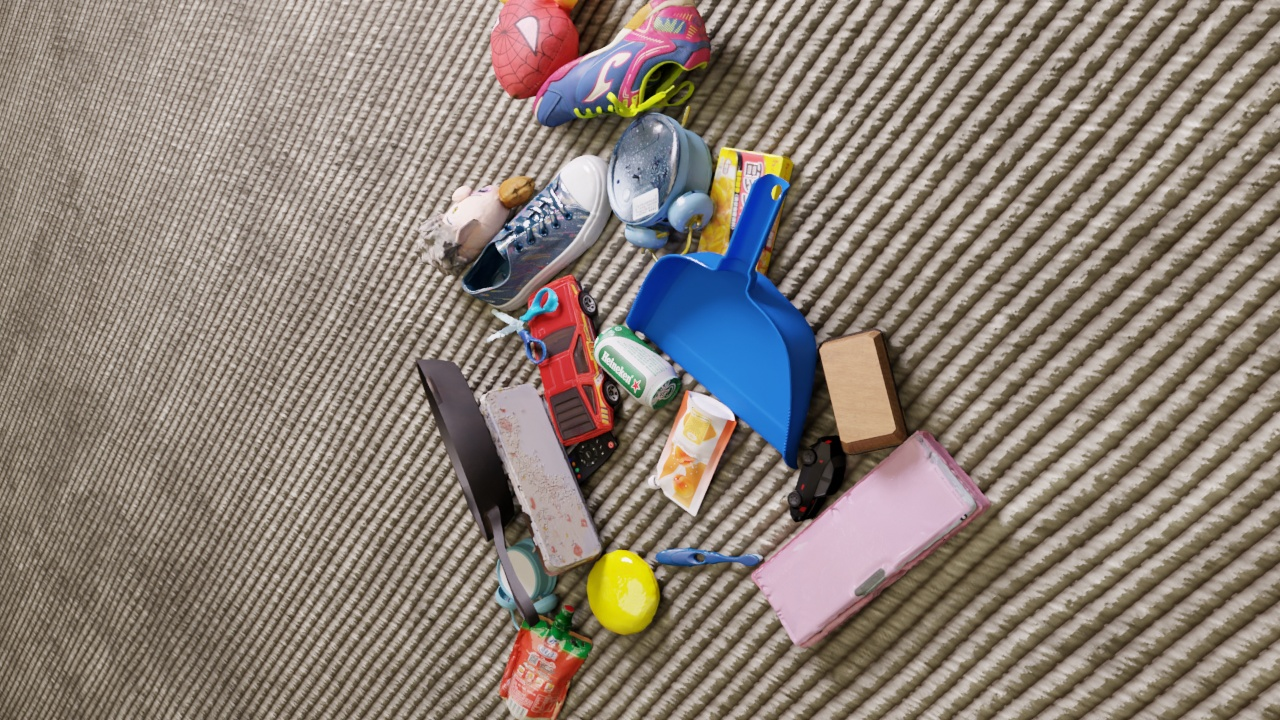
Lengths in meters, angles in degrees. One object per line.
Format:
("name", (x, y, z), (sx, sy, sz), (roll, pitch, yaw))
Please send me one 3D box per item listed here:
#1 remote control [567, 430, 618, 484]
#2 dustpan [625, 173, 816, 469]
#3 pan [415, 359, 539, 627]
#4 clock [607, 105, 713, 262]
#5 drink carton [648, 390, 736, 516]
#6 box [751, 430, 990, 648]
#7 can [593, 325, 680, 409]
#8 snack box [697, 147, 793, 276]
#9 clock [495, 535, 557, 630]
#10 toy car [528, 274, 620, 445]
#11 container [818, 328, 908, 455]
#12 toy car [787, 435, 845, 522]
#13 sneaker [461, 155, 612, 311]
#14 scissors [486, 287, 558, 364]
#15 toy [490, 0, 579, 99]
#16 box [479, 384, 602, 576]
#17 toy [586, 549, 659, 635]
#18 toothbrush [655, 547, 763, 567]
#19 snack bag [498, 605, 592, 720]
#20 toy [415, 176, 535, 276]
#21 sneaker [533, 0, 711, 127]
("remote control", (-0.072, 0.123, 1.075), (0.125, 0.010, 0.039), (-45, 66, 27))
("dustpan", (0.096, -0.059, 0.879), (0.245, 0.059, 0.258), (42, 129, 30))
("pan", (-0.175, 0.142, 1.040), (0.356, 0.043, 0.249), (57, 161, 37))
("clock", (0.021, -0.179, 0.962), (0.118, 0.060, 0.162), (-14, 75, 49))
("drink carton", (0.053, 0.100, 0.977), (0.069, 0.038, 0.122), (33, 115, 30))
("box", (0.205, 0.171, 0.857), (0.233, 0.046, 0.098), (-47, 66, 27))
("can", (-0.006, 0.006, 1.002), (0.101, 0.053, 0.053), (42, 113, 28))
("snack box", (0.102, -0.137, 0.941), (0.075, 0.025, 0.152), (19, 101, 35))
("clock", (-0.137, 0.274, 1.109), (0.087, 0.041, 0.123), (1, 96, 35))
("toy car", (-0.082, -0.001, 1.058), (0.082, 0.056, 0.189), (-22, 75, 32))
("container", (0.201, 0.028, 0.840), (0.063, 0.061, 0.114), (-15, 81, 18))
("toy car", (0.172, 0.116, 0.882), (0.036, 0.042, 0.092), (24, 103, 36))
("sneaker", (-0.122, -0.144, 1.068), (0.236, 0.079, 0.087), (-45, 66, 27))
("scissors", (-0.143, -0.030, 1.072), (0.134, 0.015, 0.103), (-18, 68, 38))
("toy", (-0.106, -0.400, 1.041), (0.147, 0.098, 0.216), (31, 108, 59))
("box", (-0.121, 0.141, 1.060), (0.108, 0.094, 0.216), (-45, 65, 54))
("toy", (-0.020, 0.258, 1.022), (0.096, 0.041, 0.094), (1, 88, 35))
("toothbrush", (0.071, 0.210, 0.973), (0.133, 0.016, 0.021), (-8, 85, 38))
("snack bag", (-0.112, 0.354, 1.082), (0.087, 0.044, 0.155), (24, 108, 5))
("toy", (-0.204, -0.172, 1.113), (0.176, 0.132, 0.076), (-36, 113, 10))
("sneaker", (-0.026, -0.292, 0.982), (0.243, 0.116, 0.091), (-21, 91, 45))
